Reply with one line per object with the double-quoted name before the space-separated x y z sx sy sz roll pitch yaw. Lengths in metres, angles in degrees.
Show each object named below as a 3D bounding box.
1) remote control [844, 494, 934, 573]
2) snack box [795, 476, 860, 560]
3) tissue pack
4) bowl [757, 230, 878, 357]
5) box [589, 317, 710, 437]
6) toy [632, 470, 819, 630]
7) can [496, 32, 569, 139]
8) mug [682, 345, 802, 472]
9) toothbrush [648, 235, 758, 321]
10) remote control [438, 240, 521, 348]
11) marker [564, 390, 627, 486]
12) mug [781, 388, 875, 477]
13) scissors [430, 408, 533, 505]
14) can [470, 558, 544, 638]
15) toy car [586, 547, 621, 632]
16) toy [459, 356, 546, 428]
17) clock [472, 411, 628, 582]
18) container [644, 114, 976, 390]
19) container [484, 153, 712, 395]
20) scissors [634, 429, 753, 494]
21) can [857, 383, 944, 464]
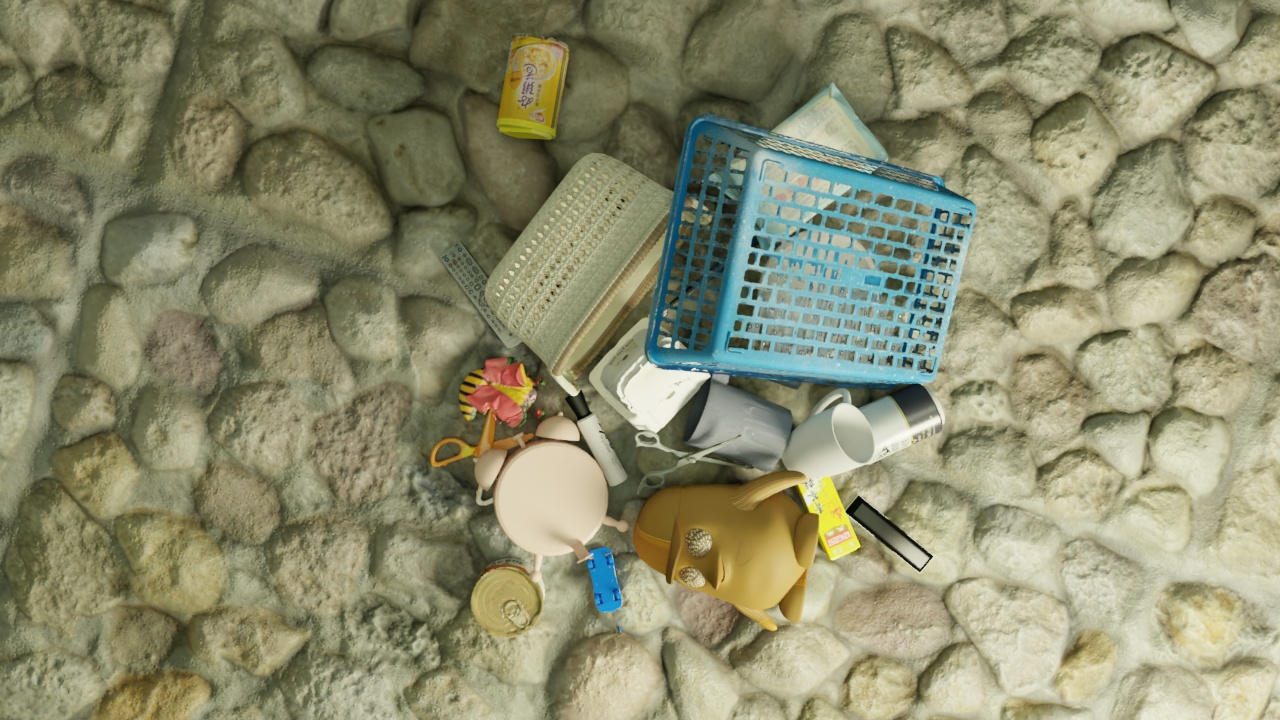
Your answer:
"remote control" 0.304 0.212 1.118 0.124 0.012 0.028 39 92 -5
"snack box" 0.214 0.164 1.101 0.040 0.029 0.148 -25 95 0
"tissue pack" 0.180 -0.219 1.047 0.182 0.070 0.112 -37 95 3
"bowl" 0.200 -0.079 1.068 0.149 0.043 0.149 -2 100 -14
"box" 0.000 0.011 1.004 0.108 0.137 0.126 -47 55 1
"toy" 0.091 0.207 1.043 0.203 0.162 0.199 11 108 8
"can" -0.120 -0.304 1.027 0.067 0.067 0.105 10 94 -3
"mug" 0.120 0.056 1.062 0.104 0.084 0.124 21 91 -5
"toothbrush" 0.077 -0.097 1.081 0.168 0.014 0.014 -37 84 2
"remote control" -0.182 -0.075 1.071 0.033 0.013 0.136 -36 96 1
"marker" -0.054 0.089 1.086 0.025 0.025 0.126 -27 96 0
"mug" 0.209 0.082 1.043 0.071 0.090 0.107 33 50 -24
"scissors" -0.184 0.115 1.088 0.125 0.011 0.127 -18 94 -3
"can" -0.156 0.281 1.089 0.086 0.043 0.086 0 95 -2
"toy car" -0.038 0.278 1.110 0.033 0.062 0.092 -14 66 0
"toy" -0.163 0.038 1.066 0.103 0.046 0.084 -2 83 6
"clock" -0.104 0.155 1.055 0.131 0.086 0.160 -28 87 -10
"container" 0.197 -0.093 0.961 0.361 0.089 0.257 5 101 -31
"container" -0.052 -0.101 0.997 0.143 0.184 0.246 38 90 5
"scissors" 0.047 0.117 1.049 0.141 0.014 0.174 24 136 -19
"can" 0.287 0.078 1.079 0.127 0.064 0.064 -24 95 0
